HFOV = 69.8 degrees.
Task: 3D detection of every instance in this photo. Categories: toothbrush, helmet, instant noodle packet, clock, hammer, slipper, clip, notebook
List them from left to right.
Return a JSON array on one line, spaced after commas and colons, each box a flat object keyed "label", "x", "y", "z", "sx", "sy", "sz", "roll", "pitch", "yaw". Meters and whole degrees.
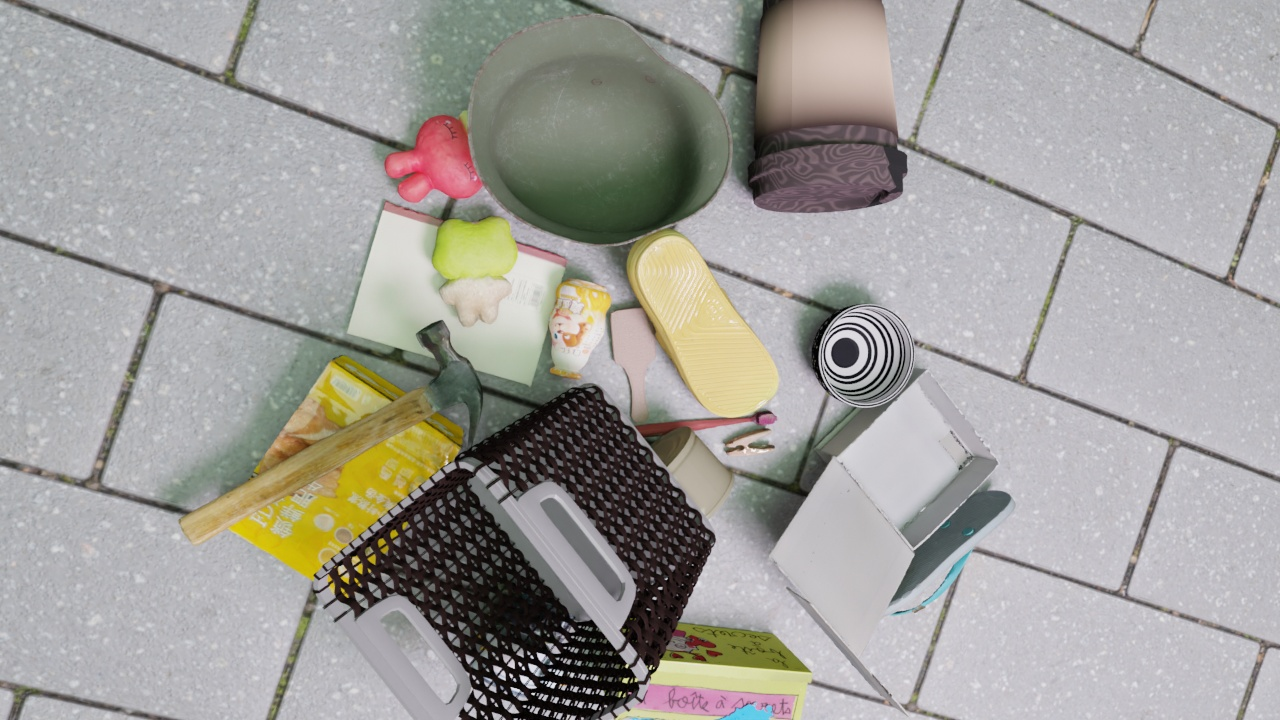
[{"label": "hammer", "x": -0.308, "y": 0.094, "z": 0.919, "sx": 0.330, "sy": 0.033, "sz": 0.132, "roll": -29, "pitch": 105, "yaw": 1}, {"label": "instant noodle packet", "x": -0.316, "y": 0.127, "z": 0.977, "sx": 0.163, "sy": 0.084, "sz": 0.221, "roll": 36, "pitch": 92, "yaw": -13}, {"label": "notebook", "x": -0.199, "y": -0.072, "z": 1.014, "sx": 0.208, "sy": 0.012, "sz": 0.153, "roll": 17, "pitch": 90, "yaw": -13}, {"label": "clock", "x": -0.130, "y": 0.341, "z": 1.025, "sx": 0.117, "sy": 0.083, "sz": 0.057, "roll": 24, "pitch": 82, "yaw": -12}, {"label": "helmet", "x": -0.045, "y": -0.218, "z": 0.962, "sx": 0.267, "sy": 0.154, "sz": 0.227, "roll": 1, "pitch": 87, "yaw": -10}, {"label": "slipper", "x": 0.062, "y": -0.040, "z": 1.037, "sx": 0.099, "sy": 0.078, "sz": 0.263, "roll": -37, "pitch": 122, "yaw": -5}, {"label": "toothbrush", "x": 0.070, "y": 0.077, "z": 1.081, "sx": 0.189, "sy": 0.016, "sz": 0.016, "roll": -5, "pitch": 97, "yaw": -12}, {"label": "clip", "x": 0.129, "y": 0.092, "z": 1.092, "sx": 0.061, "sy": 0.025, "sz": 0.045, "roll": -5, "pitch": 96, "yaw": -8}, {"label": "slipper", "x": 0.355, "y": 0.253, "z": 1.116, "sx": 0.268, "sy": 0.098, "sz": 0.055, "roll": -34, "pitch": 99, "yaw": -9}]

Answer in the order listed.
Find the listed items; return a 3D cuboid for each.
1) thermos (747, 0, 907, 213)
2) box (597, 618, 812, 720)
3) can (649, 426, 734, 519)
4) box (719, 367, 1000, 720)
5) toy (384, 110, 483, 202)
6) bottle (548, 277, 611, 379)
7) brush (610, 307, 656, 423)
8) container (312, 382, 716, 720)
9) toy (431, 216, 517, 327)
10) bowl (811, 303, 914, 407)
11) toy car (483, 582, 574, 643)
[{"label": "thermos", "x": 0.202, "y": -0.290, "z": 1.011, "sx": 0.172, "sy": 0.173, "sz": 0.226, "roll": -1, "pitch": 88, "yaw": -12}, {"label": "box", "x": 0.070, "y": 0.357, "z": 1.050, "sx": 0.221, "sy": 0.124, "sz": 0.079, "roll": 7, "pitch": 95, "yaw": -11}, {"label": "can", "x": 0.032, "y": 0.142, "z": 1.021, "sx": 0.127, "sy": 0.128, "sz": 0.073, "roll": -42, "pitch": 100, "yaw": -7}, {"label": "box", "x": 0.247, "y": 0.197, "z": 1.067, "sx": 0.417, "sy": 0.108, "sz": 0.166, "roll": -45, "pitch": 102, "yaw": -21}, {"label": "toy", "x": -0.206, "y": -0.217, "z": 0.983, "sx": 0.135, "sy": 0.045, "sz": 0.091, "roll": -23, "pitch": 97, "yaw": -16}, {"label": "bottle", "x": -0.071, "y": -0.035, "z": 1.018, "sx": 0.063, "sy": 0.063, "sz": 0.109, "roll": 12, "pitch": 92, "yaw": -13}, {"label": "brush", "x": -0.006, "y": 0.006, "z": 1.062, "sx": 0.050, "sy": 0.015, "sz": 0.136, "roll": -7, "pitch": 101, "yaw": -11}, {"label": "container", "x": -0.101, "y": 0.194, "z": 0.881, "sx": 0.246, "sy": 0.243, "sz": 0.247, "roll": -38, "pitch": 91, "yaw": 29}, {"label": "toy", "x": -0.177, "y": -0.095, "z": 0.989, "sx": 0.092, "sy": 0.043, "sz": 0.118, "roll": -6, "pitch": 97, "yaw": -15}, {"label": "bowl", "x": 0.255, "y": -0.007, "z": 1.089, "sx": 0.120, "sy": 0.066, "sz": 0.120, "roll": -1, "pitch": 94, "yaw": -12}, {"label": "toy car", "x": -0.127, "y": 0.285, "z": 1.045, "sx": 0.105, "sy": 0.033, "sz": 0.048, "roll": 25, "pitch": 90, "yaw": -15}]
